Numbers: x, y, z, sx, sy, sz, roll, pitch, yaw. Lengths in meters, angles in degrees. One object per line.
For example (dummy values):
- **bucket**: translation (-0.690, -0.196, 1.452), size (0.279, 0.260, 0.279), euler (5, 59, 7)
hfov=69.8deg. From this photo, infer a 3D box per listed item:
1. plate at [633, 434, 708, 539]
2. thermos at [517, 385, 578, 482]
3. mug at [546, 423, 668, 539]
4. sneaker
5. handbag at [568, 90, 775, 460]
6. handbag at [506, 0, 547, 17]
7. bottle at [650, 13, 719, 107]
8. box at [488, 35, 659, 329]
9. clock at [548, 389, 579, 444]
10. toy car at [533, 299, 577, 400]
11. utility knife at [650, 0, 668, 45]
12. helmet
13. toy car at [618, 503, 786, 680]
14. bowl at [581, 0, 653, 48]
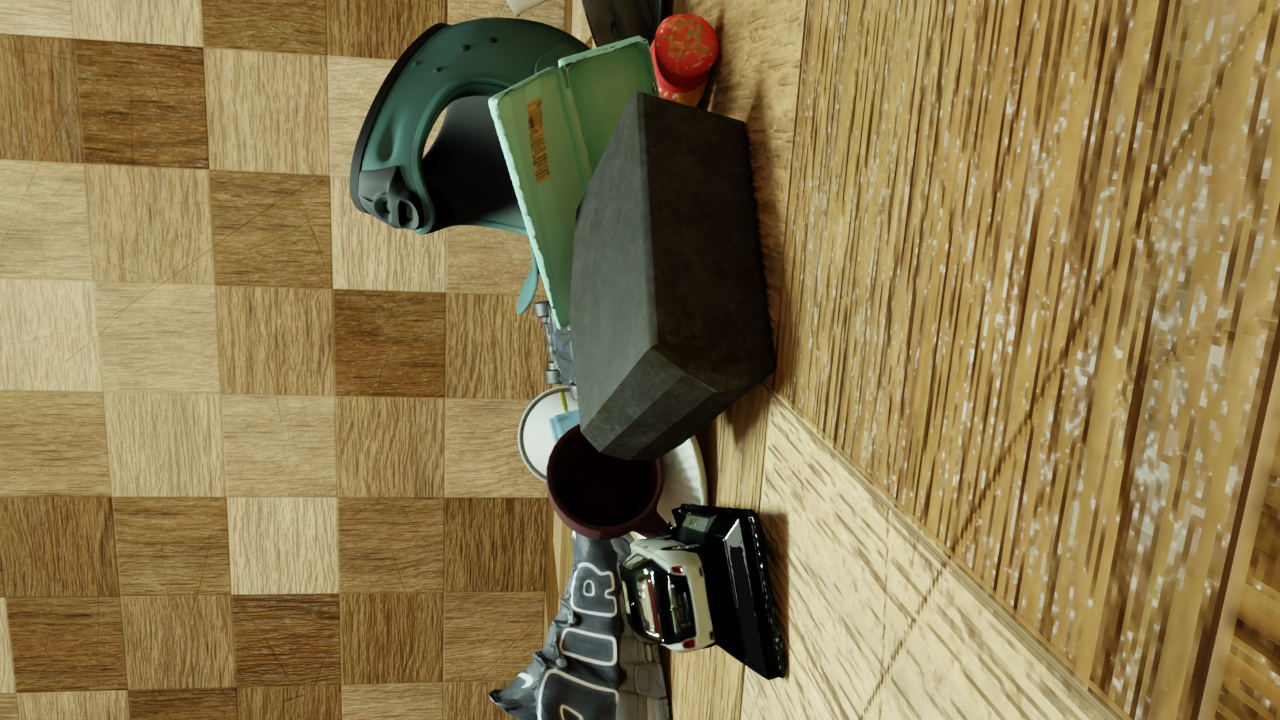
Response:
- **plate**: translation (0.014, 0.086, 0.719), size (0.157, 0.014, 0.157), euler (37, 133, 56)
- **thermos**: translation (-0.071, 0.098, 1.117), size (0.222, 0.131, 0.131), euler (177, 94, -74)
- **mug**: translation (-0.019, 0.108, 0.704), size (0.087, 0.114, 0.088), euler (-49, -12, -22)
- **sneaker**: translation (-0.065, 0.262, 0.827), size (0.097, 0.150, 0.252), euler (126, 135, -71)
- **handbag**: translation (0.009, -0.032, 0.614), size (0.200, 0.102, 0.197), euler (135, 139, -54)
- **handbag**: translation (-0.050, -0.408, 0.817), size (0.197, 0.195, 0.101), euler (-96, -21, -53)
- **bottle**: translation (0.025, -0.220, 0.721), size (0.134, 0.048, 0.071), euler (137, 134, -78)
- **box**: translation (-0.034, -0.130, 0.685), size (0.052, 0.138, 0.187), euler (40, 150, 52)
- **clock**: translation (-0.049, 0.115, 0.935), size (0.118, 0.060, 0.162), euler (-120, 18, -64)
- **toy car**: translation (-0.057, -0.015, 0.837), size (0.189, 0.056, 0.081), euler (-156, 55, -74)
- **utility knife**: translation (0.017, -0.290, 0.885), size (0.029, 0.020, 0.173), euler (-128, 39, -73)
- **helmet**: translation (-0.109, -0.176, 0.789), size (0.177, 0.200, 0.273), euler (103, -174, -48)
- **toy car**: translation (0.024, 0.140, 0.570), size (0.192, 0.071, 0.094), euler (140, 122, -80)
- **bowl**: translation (-0.017, -0.359, 0.923), size (0.150, 0.057, 0.150), euler (-14, -90, -76)
